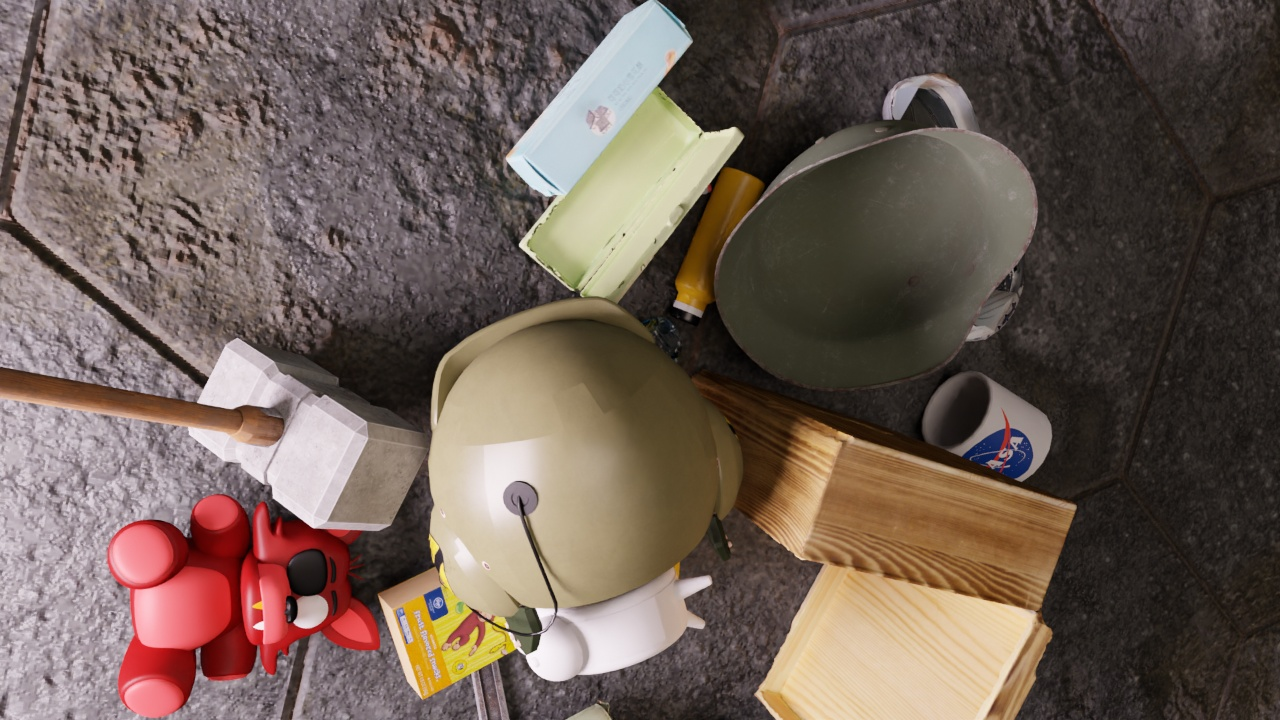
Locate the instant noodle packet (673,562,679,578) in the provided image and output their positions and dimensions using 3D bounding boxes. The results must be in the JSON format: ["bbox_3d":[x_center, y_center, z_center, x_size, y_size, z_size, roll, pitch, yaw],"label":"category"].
[{"bbox_3d":[-0.025,0.183,0.862,0.134,0.026,0.087,-1,103,-18],"label":"instant noodle packet"}]

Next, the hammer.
[{"bbox_3d":[-0.300,0.034,0.595,0.083,0.163,0.317,-63,154,0],"label":"hammer"}]

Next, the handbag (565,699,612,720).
[{"bbox_3d":[-0.052,0.423,0.858,0.113,0.117,0.186,-19,105,-30],"label":"handbag"}]

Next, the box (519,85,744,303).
[{"bbox_3d":[-0.012,-0.144,0.779,0.082,0.098,0.187,39,82,-21],"label":"box"}]

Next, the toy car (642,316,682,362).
[{"bbox_3d":[-0.005,0.005,0.847,0.105,0.032,0.048,-48,111,-20],"label":"toy car"}]

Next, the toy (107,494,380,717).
[{"bbox_3d":[-0.311,0.185,0.738,0.197,0.121,0.158,-4,99,-26],"label":"toy"}]

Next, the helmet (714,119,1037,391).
[{"bbox_3d":[0.203,-0.116,0.810,0.268,0.153,0.227,-28,118,27],"label":"helmet"}]

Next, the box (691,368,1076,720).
[{"bbox_3d":[0.175,0.219,0.818,0.286,0.279,0.336,15,93,-20],"label":"box"}]

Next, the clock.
[{"bbox_3d":[-0.025,0.222,0.783,0.160,0.125,0.073,-17,95,-19],"label":"clock"}]

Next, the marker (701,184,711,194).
[{"bbox_3d":[-0.002,-0.151,0.830,0.142,0.013,0.013,-7,102,-18],"label":"marker"}]

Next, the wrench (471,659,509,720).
[{"bbox_3d":[-0.141,0.328,0.872,0.070,0.010,0.273,-12,103,-16],"label":"wrench"}]

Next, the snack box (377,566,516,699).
[{"bbox_3d":[-0.154,0.223,0.812,0.125,0.040,0.088,-22,107,-29],"label":"snack box"}]

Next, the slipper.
[{"bbox_3d":[0.303,-0.149,0.908,0.111,0.063,0.264,-19,93,-14],"label":"slipper"}]

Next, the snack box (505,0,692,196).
[{"bbox_3d":[-0.037,-0.218,0.772,0.053,0.075,0.174,39,86,-20],"label":"snack box"}]

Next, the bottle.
[{"bbox_3d":[0.067,-0.103,0.845,0.043,0.043,0.143,22,92,-21],"label":"bottle"}]

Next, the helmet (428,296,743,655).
[{"bbox_3d":[-0.054,0.073,0.712,0.250,0.256,0.233,-22,108,-14],"label":"helmet"}]

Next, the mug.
[{"bbox_3d":[0.348,0.080,0.956,0.090,0.090,0.122,28,125,-21],"label":"mug"}]
